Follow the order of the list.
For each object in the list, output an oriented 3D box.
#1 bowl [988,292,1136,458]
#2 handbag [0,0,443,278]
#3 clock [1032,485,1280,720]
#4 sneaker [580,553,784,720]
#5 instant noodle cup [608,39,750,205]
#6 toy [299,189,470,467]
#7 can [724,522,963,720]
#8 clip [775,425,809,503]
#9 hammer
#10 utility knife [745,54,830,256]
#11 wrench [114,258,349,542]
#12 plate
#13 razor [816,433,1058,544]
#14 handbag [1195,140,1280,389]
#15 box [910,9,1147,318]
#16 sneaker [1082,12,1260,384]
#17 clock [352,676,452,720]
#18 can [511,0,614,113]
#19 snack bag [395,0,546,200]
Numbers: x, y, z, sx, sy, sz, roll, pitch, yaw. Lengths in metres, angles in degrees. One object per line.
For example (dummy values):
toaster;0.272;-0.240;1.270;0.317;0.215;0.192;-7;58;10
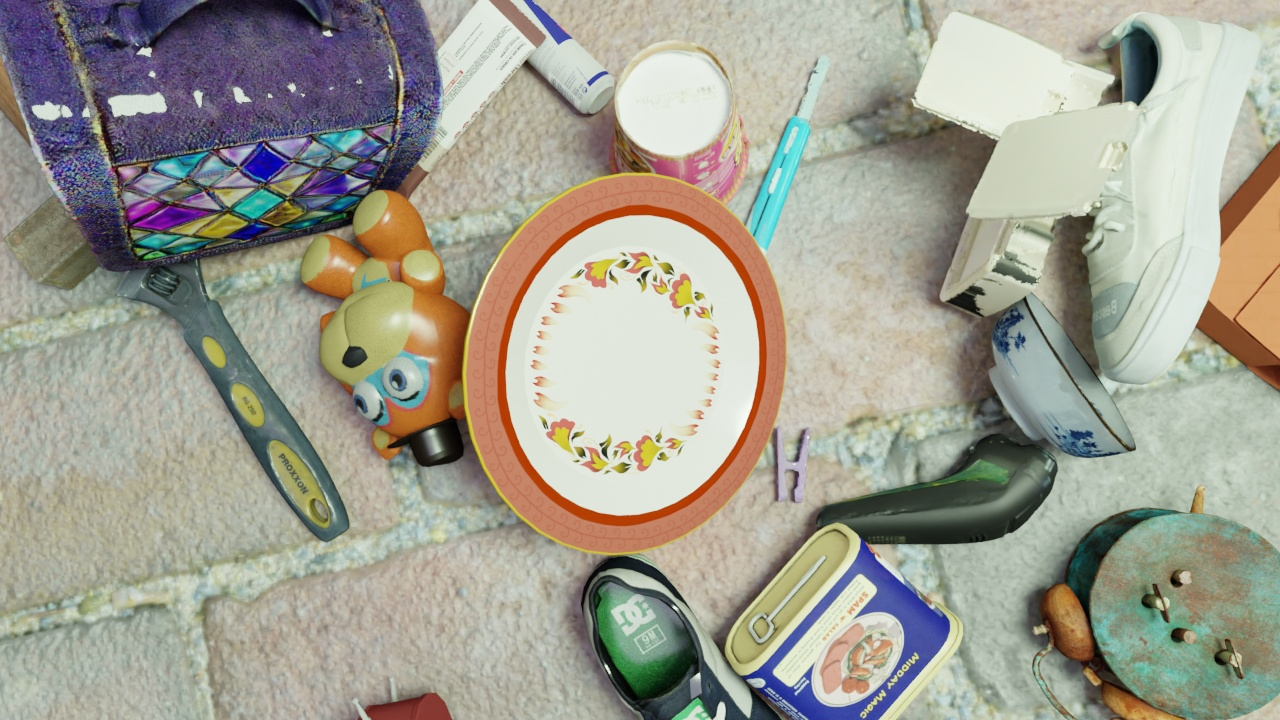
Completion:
bowl;0.248;0.016;0.562;0.045;0.114;0.114;-36;83;27
handbag;-0.238;-0.154;0.526;0.204;0.223;0.125;-19;83;-30
clock;0.312;0.161;0.553;0.157;0.073;0.121;-41;84;1
sneaker;0.040;0.227;0.565;0.084;0.079;0.235;-37;84;-1
instant noodle cup;0.022;-0.146;0.582;0.098;0.108;0.097;0;85;5
toy;-0.155;-0.015;0.594;0.112;0.096;0.176;-30;88;29
can;0.121;0.170;0.561;0.092;0.056;0.116;42;89;-13
clip;0.099;0.069;0.607;0.035;0.013;0.052;6;89;6
hammer;-0.449;-0.213;0.658;0.158;0.037;0.301;-41;84;0
utility knife;0.098;-0.138;0.624;0.022;0.015;0.151;17;85;31
wrench;-0.277;0.003;0.622;0.073;0.022;0.273;-33;91;0
plate;-0.003;0.003;0.559;0.229;0.021;0.230;-5;99;-33
razor;0.187;0.087;0.586;0.151;0.054;0.067;-12;58;11
handbag;0.432;-0.076;0.573;0.109;0.060;0.172;40;89;2
box;0.200;-0.124;0.521;0.106;0.193;0.143;22;80;3
sneaker;0.304;-0.106;0.571;0.091;0.089;0.242;17;80;5
clock;-0.143;0.265;0.572;0.044;0.087;0.124;-12;82;4
can;-0.060;-0.211;0.631;0.032;0.032;0.095;-45;84;-1
snack bag;-0.135;-0.180;0.632;0.057;0.013;0.158;45;103;6
